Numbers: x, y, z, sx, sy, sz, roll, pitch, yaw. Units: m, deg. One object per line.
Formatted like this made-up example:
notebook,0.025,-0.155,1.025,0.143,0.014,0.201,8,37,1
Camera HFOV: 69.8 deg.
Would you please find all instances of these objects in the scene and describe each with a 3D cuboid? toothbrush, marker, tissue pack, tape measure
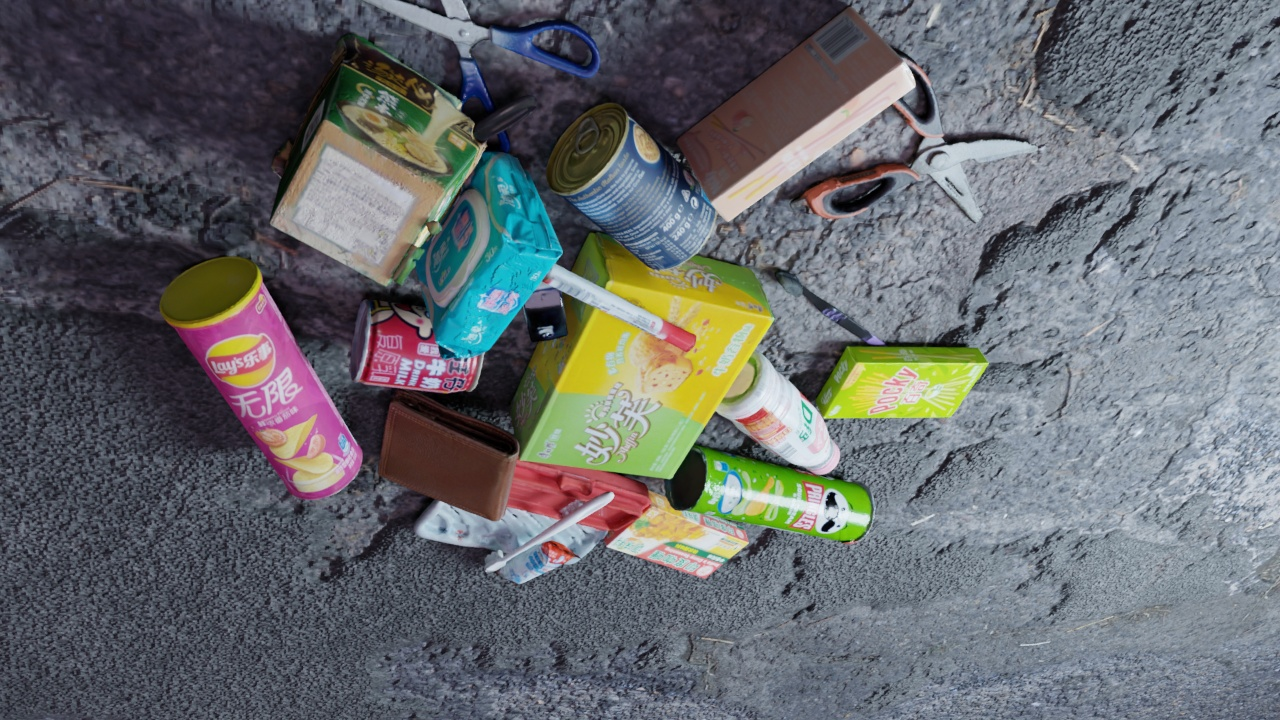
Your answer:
toothbrush,-0.094,0.169,0.914,0.180,0.016,0.016,-34,141,27
marker,-0.016,-0.040,0.690,0.145,0.017,0.017,25,121,-32
toothbrush,-0.149,-0.136,0.642,0.181,0.018,0.015,-27,128,14
toothbrush,0.185,-0.039,0.855,0.189,0.016,0.014,28,123,-38
tissue pack,-0.117,-0.073,0.664,0.050,0.093,0.134,10,135,-40
tape measure,-0.079,-0.057,0.716,0.033,0.065,0.066,-11,136,-5

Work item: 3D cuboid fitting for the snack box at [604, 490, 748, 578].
snack box,0.041,0.195,1.023,0.155,0.027,0.077,26,121,-35

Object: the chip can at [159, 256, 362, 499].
chip can,-0.288,0.022,0.718,0.071,0.071,0.211,-15,135,-4

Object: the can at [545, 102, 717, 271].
can,-0.004,-0.123,0.670,0.075,0.075,0.111,-39,132,19

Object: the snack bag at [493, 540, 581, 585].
snack bag,-0.111,0.211,0.958,0.104,0.026,0.048,-29,131,28

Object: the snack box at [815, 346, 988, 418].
snack box,0.264,0.023,0.929,0.156,0.026,0.086,1,136,-19

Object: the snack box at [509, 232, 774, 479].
snack box,-0.005,0.005,0.795,0.157,0.070,0.211,10,128,-26

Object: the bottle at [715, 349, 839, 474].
bottle,0.138,0.058,0.900,0.068,0.068,0.197,-36,137,16

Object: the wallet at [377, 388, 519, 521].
wallet,-0.170,0.087,0.812,0.124,0.032,0.101,23,129,2

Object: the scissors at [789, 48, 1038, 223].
scissors,0.225,-0.171,0.744,0.225,0.015,0.189,-15,135,-5

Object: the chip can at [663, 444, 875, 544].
chip can,0.141,0.145,0.977,0.235,0.072,0.072,16,126,-29

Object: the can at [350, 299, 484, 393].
can,-0.177,-0.010,0.728,0.093,0.066,0.067,8,129,-25

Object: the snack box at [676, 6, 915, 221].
snack box,0.105,-0.175,0.651,0.157,0.084,0.026,-35,136,16

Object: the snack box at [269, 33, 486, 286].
snack box,-0.171,-0.118,0.580,0.117,0.105,0.118,29,115,-19

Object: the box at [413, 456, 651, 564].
box,-0.108,0.150,0.928,0.200,0.039,0.158,20,136,-33

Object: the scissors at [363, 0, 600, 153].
scissors,-0.106,-0.205,0.604,0.162,0.012,0.175,-4,133,-12
